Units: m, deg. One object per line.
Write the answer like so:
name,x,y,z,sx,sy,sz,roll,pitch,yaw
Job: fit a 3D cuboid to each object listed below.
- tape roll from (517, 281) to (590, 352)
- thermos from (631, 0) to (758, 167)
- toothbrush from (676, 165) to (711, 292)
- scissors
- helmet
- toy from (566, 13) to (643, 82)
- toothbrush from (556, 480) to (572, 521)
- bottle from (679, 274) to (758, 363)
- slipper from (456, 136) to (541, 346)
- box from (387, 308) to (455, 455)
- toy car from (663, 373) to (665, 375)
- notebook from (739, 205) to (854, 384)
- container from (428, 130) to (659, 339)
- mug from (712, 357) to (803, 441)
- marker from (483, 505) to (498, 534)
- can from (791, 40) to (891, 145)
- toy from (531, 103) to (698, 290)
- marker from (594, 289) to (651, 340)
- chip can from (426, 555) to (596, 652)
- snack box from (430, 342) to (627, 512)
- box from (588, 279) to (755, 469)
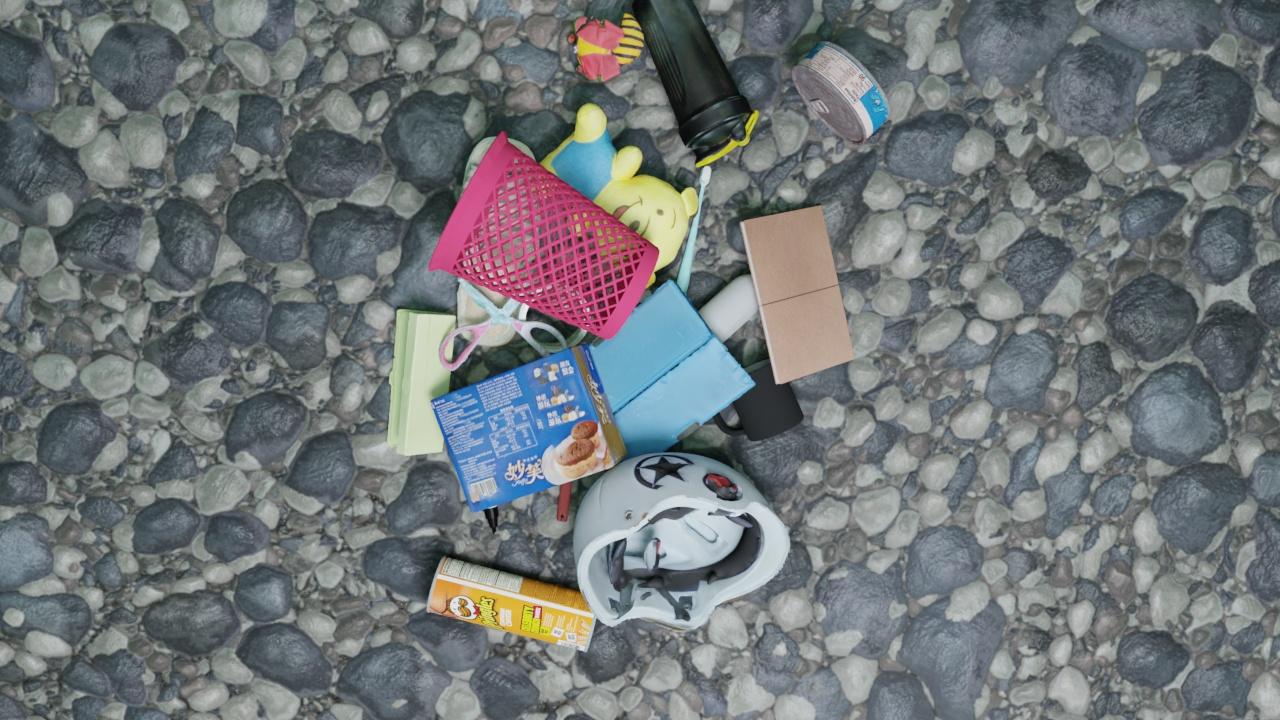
tape roll,-0.113,-0.056,1.199,0.093,0.018,0.094,-5,109,-15
thermos,0.067,-0.364,1.158,0.098,0.098,0.221,-24,90,1
toothbrush,0.069,-0.167,1.210,0.016,0.016,0.180,11,95,-3
scissors,-0.177,-0.037,1.176,0.172,0.013,0.170,40,99,-11
helmet,0.043,0.209,1.158,0.263,0.163,0.237,-2,130,-13
toy,-0.046,-0.397,1.161,0.104,0.046,0.084,-9,92,24
toothbrush,-0.094,0.122,1.229,0.016,0.016,0.190,7,96,0
bottle,0.118,-0.068,1.199,0.195,0.052,0.052,-42,94,2
slipper,-0.188,-0.152,1.190,0.114,0.054,0.273,4,97,-8
box,-0.285,0.028,1.201,0.077,0.091,0.188,4,94,-33
toy car,-0.007,0.007,1.210,0.091,0.036,0.042,-15,96,5
notebook,0.206,-0.087,1.184,0.141,0.008,0.209,-16,95,-33
container,-0.106,-0.132,1.085,0.225,0.183,0.183,29,93,-10
mug,0.146,0.056,1.204,0.114,0.078,0.088,-22,95,28
marker,-0.207,0.161,1.227,0.019,0.019,0.145,-9,94,0
can,0.249,-0.332,1.142,0.044,0.130,0.130,-44,94,2
toy,-0.028,-0.206,1.169,0.214,0.083,0.149,42,114,-7
marker,-0.032,-0.043,1.216,0.133,0.017,0.020,-46,113,2
chip can,-0.167,0.322,1.212,0.215,0.075,0.075,15,94,-2
snack box,-0.140,0.085,1.152,0.203,0.069,0.155,-20,90,18
box,0.005,0.032,1.165,0.232,0.047,0.177,-39,91,16
